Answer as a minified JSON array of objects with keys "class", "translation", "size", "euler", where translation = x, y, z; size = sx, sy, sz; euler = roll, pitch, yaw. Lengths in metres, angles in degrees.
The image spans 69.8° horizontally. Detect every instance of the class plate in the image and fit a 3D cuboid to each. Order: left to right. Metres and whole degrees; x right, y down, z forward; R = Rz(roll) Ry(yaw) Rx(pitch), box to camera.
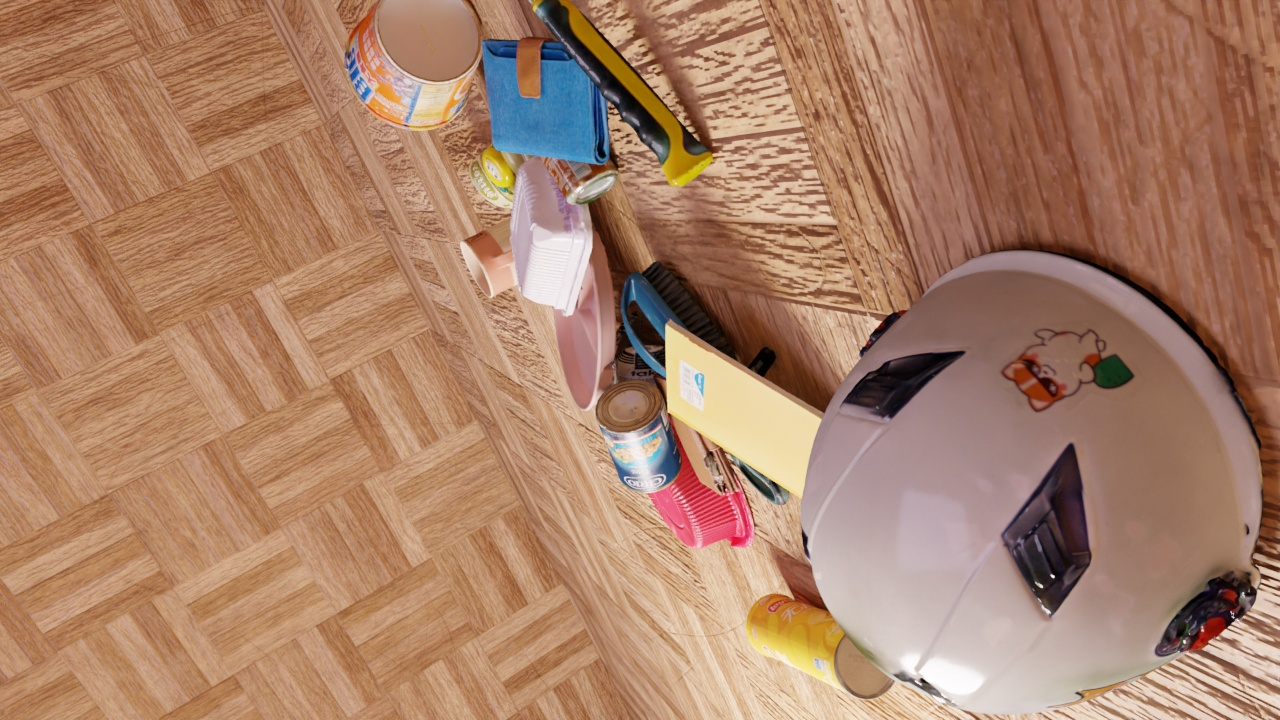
[{"class":"plate","translation":[-0.066,-0.058,1.045],"size":[0.230,0.028,0.229],"euler":[173,90,-73]}]

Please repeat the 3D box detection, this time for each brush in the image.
[{"class":"brush","translation":[0.028,-0.027,0.870],"size":[0.144,0.073,0.055],"euler":[51,167,24]}]

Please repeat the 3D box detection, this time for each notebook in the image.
[{"class":"notebook","translation":[0.105,0.059,0.787],"size":[0.206,0.010,0.146],"euler":[32,153,22]}]

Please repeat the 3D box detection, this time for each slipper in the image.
[{"class":"slipper","translation":[-0.156,-0.216,1.084],"size":[0.091,0.081,0.191],"euler":[59,166,-3]}]

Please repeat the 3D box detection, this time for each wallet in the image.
[{"class":"wallet","translation":[-0.086,-0.235,0.824],"size":[0.133,0.040,0.106],"euler":[16,120,35]},{"class":"wallet","translation":[0.058,0.073,0.964],"size":[0.132,0.031,0.108],"euler":[65,171,-7]}]

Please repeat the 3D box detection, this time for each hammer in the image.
[{"class":"hammer","translation":[-0.059,-0.267,0.707],"size":[0.323,0.126,0.032],"euler":[49,156,2]}]

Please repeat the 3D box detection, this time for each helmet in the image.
[{"class":"helmet","translation":[0.174,0.088,0.493],"size":[0.230,0.156,0.274],"euler":[49,160,32]}]

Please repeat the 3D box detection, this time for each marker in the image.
[{"class":"marker","translation":[0.100,0.016,0.833],"size":[0.018,0.015,0.124],"euler":[53,161,12]}]

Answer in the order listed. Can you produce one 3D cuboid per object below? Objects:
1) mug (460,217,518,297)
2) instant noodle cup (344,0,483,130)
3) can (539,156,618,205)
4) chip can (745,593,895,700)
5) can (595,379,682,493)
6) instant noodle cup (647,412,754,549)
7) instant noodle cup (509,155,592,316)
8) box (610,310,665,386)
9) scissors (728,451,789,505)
[{"class":"mug","translation":[-0.162,-0.140,1.177],"size":[0.082,0.105,0.115],"euler":[64,163,-13]},{"class":"instant noodle cup","translation":[-0.250,-0.350,1.037],"size":[0.151,0.151,0.112],"euler":[63,155,-7]},{"class":"can","translation":[-0.081,-0.224,0.887],"size":[0.147,0.057,0.058],"euler":[59,163,6]},{"class":"chip can","translation":[0.183,0.292,0.951],"size":[0.072,0.072,0.214],"euler":[61,163,-3]},{"class":"can","translation":[-0.001,0.082,0.998],"size":[0.075,0.075,0.111],"euler":[45,161,42]},{"class":"instant noodle cup","translation":[0.055,0.154,1.105],"size":[0.193,0.065,0.194],"euler":[53,162,26]},{"class":"instant noodle cup","translation":[-0.102,-0.139,0.985],"size":[0.174,0.060,0.138],"euler":[118,143,-60]},{"class":"box","translation":[-0.010,0.003,1.068],"size":[0.163,0.076,0.087],"euler":[92,167,-64]},{"class":"scissors","translation":[0.092,0.064,0.926],"size":[0.185,0.019,0.130],"euler":[51,162,27]}]
